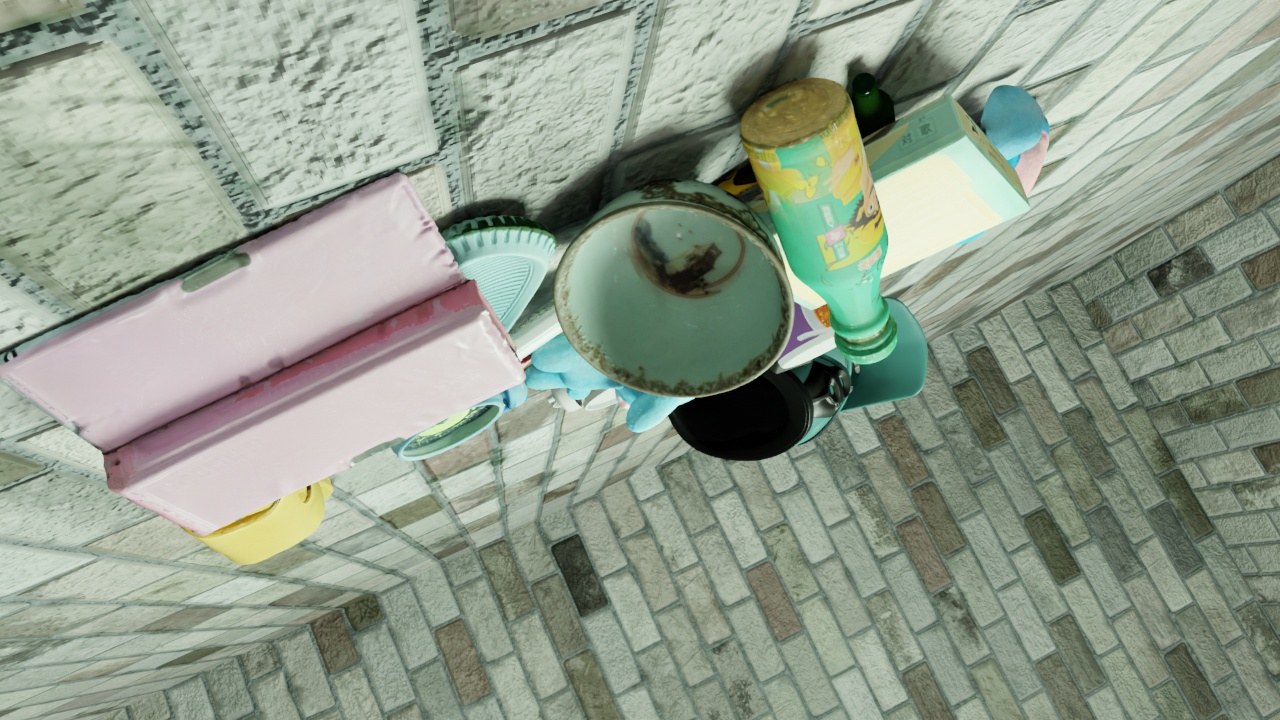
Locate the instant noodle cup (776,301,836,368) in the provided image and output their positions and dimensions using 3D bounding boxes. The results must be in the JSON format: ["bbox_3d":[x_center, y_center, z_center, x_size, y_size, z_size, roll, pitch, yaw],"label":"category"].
[{"bbox_3d":[0.147,-0.068,0.854,0.121,0.122,0.137,-13,164,-48],"label":"instant noodle cup"}]

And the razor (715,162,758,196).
[{"bbox_3d":[0.059,-0.120,0.680,0.144,0.021,0.044,-29,-174,25],"label":"razor"}]

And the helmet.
[{"bbox_3d":[0.167,0.010,1.046,0.199,0.176,0.275,-29,-164,-38],"label":"helmet"}]

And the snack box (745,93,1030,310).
[{"bbox_3d":[0.173,-0.108,0.689,0.194,0.044,0.141,-26,153,32],"label":"snack box"}]

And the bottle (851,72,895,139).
[{"bbox_3d":[0.160,-0.171,0.636,0.033,0.033,0.123,-28,168,14],"label":"bottle"}]

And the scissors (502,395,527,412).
[{"bbox_3d":[-0.165,0.049,1.000,0.125,0.013,0.127,-15,161,-49],"label":"scissors"}]

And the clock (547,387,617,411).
[{"bbox_3d":[-0.036,0.020,1.023,0.119,0.061,0.160,-13,162,-49],"label":"clock"}]

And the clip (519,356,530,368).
[{"bbox_3d":[-0.113,-0.002,0.863,0.045,0.023,0.060,-21,163,-16],"label":"clip"}]

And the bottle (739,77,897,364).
[{"bbox_3d":[0.128,-0.080,0.607,0.068,0.068,0.210,-26,131,5],"label":"bottle"}]

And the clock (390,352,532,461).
[{"bbox_3d":[-0.160,0.028,0.791,0.162,0.060,0.118,-31,167,10],"label":"clock"}]

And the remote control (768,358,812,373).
[{"bbox_3d":[0.110,-0.035,0.931,0.058,0.133,0.013,-17,136,-41],"label":"remote control"}]

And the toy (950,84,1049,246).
[{"bbox_3d":[0.287,-0.153,0.835,0.190,0.099,0.225,-22,161,-44],"label":"toy"}]

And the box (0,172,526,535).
[{"bbox_3d":[-0.195,0.010,0.513,0.232,0.040,0.179,-26,145,0],"label":"box"}]

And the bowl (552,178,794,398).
[{"bbox_3d":[0.028,-0.062,0.632,0.160,0.160,0.093,-33,-153,34],"label":"bowl"}]

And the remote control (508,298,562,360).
[{"bbox_3d":[-0.073,-0.029,0.717,0.133,0.022,0.050,-35,-167,-6],"label":"remote control"}]

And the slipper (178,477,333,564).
[{"bbox_3d":[-0.341,0.139,0.845,0.099,0.078,0.263,-25,174,-8],"label":"slipper"}]

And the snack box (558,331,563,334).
[{"bbox_3d":[-0.013,-0.052,0.828,0.075,0.025,0.153,-18,167,-34],"label":"snack box"}]

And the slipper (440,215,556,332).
[{"bbox_3d":[-0.144,-0.004,0.629,0.115,0.069,0.277,-7,158,-42],"label":"slipper"}]

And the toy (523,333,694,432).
[{"bbox_3d":[-0.005,0.005,0.777,0.180,0.114,0.184,-11,152,-25],"label":"toy"}]
